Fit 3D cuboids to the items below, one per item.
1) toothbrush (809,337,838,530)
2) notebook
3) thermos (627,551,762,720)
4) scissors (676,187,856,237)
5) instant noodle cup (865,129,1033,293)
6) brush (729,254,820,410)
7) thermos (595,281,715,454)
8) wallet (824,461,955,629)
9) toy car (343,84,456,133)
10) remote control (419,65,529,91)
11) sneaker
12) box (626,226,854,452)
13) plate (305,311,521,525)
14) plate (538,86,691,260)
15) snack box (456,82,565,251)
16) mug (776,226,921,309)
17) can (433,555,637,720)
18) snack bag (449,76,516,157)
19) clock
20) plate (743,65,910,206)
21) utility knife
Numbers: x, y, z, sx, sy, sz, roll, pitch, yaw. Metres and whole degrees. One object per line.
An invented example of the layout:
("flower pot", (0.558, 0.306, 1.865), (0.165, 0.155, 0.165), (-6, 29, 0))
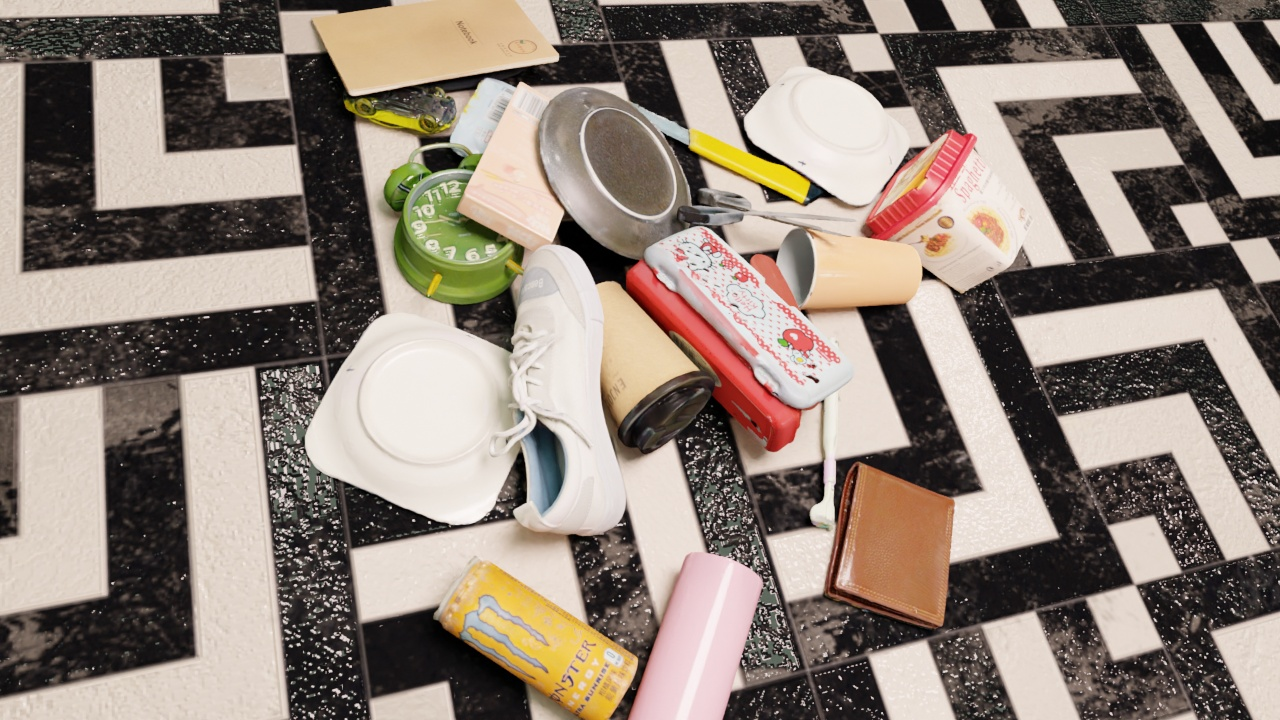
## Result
("toothbrush", (0.169, 0.060, 0.828), (0.029, 0.020, 0.189), (30, 55, -33))
("notebook", (-0.204, -0.319, 0.909), (0.207, 0.008, 0.147), (-17, 52, -21))
("thermos", (0.039, 0.250, 0.680), (0.087, 0.067, 0.198), (38, 57, -27))
("scissors", (0.115, -0.137, 0.863), (0.181, 0.014, 0.159), (-3, 25, -20))
("instant noodle cup", (0.312, -0.143, 0.917), (0.124, 0.117, 0.116), (39, 61, -6))
("brush", (0.125, -0.022, 0.829), (0.063, 0.069, 0.145), (-15, 68, -19))
("thermos", (-0.005, 0.005, 0.777), (0.093, 0.093, 0.143), (-26, 65, -24))
("wallet", (0.217, 0.158, 0.785), (0.101, 0.032, 0.124), (21, 62, -6))
("toy car", (-0.228, -0.241, 0.873), (0.105, 0.032, 0.048), (12, 54, -7))
("remote control", (-0.174, -0.294, 0.918), (0.136, 0.024, 0.053), (-18, 68, -21))
("sneaker", (-0.079, 0.020, 0.730), (0.090, 0.090, 0.242), (6, 68, -45))
("box", (0.085, -0.029, 0.787), (0.100, 0.095, 0.201), (-37, 67, -14))
("plate", (-0.172, 0.038, 0.748), (0.163, 0.034, 0.164), (22, 61, -3))
("plate", (-0.014, -0.177, 0.843), (0.179, 0.024, 0.179), (19, 59, -35))
("snack box", (-0.097, -0.172, 0.814), (0.084, 0.026, 0.156), (28, 53, -15))
("mug", (0.201, -0.084, 0.879), (0.122, 0.078, 0.078), (1, 64, -19))
("can", (-0.076, 0.205, 0.673), (0.146, 0.058, 0.058), (32, 61, 3))
("snack bag", (-0.079, -0.204, 0.889), (0.191, 0.039, 0.110), (23, 54, -4))
("clock", (-0.164, -0.128, 0.819), (0.116, 0.056, 0.161), (-12, 68, -20))
("plate", (0.208, -0.253, 0.977), (0.163, 0.034, 0.163), (34, 56, 5))
("utility knife", (0.085, -0.214, 0.944), (0.223, 0.015, 0.033), (25, 56, -2))
